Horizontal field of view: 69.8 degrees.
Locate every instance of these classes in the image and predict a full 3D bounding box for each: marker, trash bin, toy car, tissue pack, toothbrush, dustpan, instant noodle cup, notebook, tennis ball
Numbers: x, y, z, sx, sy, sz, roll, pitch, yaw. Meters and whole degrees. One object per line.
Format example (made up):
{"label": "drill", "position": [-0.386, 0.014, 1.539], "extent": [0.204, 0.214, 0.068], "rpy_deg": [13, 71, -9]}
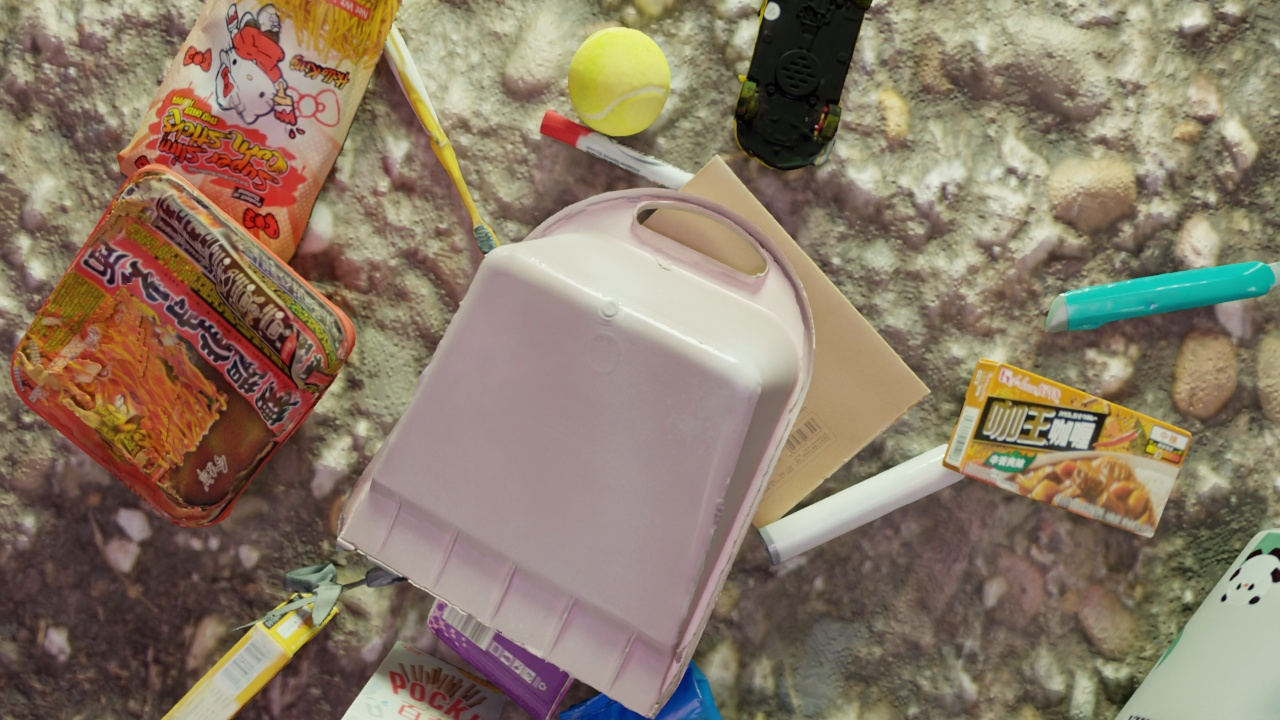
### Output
{"label": "marker", "position": [0.002, -0.129, 0.605], "extent": [0.145, 0.017, 0.017], "rpy_deg": [24, 93, -1]}
{"label": "trash bin", "position": [0.389, 0.253, 0.528], "extent": [0.229, 0.229, 0.252], "rpy_deg": [34, 87, -1]}
{"label": "toy car", "position": [0.102, -0.197, 0.589], "extent": [0.071, 0.041, 0.156], "rpy_deg": [14, 91, 0]}
{"label": "tissue pack", "position": [0.018, 0.262, 0.596], "extent": [0.095, 0.052, 0.157], "rpy_deg": [-25, 114, -1]}
{"label": "toothbrush", "position": [0.183, 0.079, 0.609], "extent": [0.221, 0.026, 0.026], "rpy_deg": [-24, 105, -2]}
{"label": "dustpan", "position": [-0.017, 0.033, 0.554], "extent": [0.222, 0.138, 0.274], "rpy_deg": [29, 106, 11]}
{"label": "toothbrush", "position": [-0.136, -0.149, 0.604], "extent": [0.016, 0.018, 0.191], "rpy_deg": [-25, 92, 0]}
{"label": "instant noodle cup", "position": [-0.276, -0.006, 0.572], "extent": [0.164, 0.079, 0.189], "rpy_deg": [42, 104, -4]}
{"label": "notebook", "position": [0.065, -0.008, 0.605], "extent": [0.148, 0.008, 0.207], "rpy_deg": [-42, 92, 11]}
{"label": "tennis ball", "position": [-0.014, -0.175, 0.579], "extent": [0.065, 0.065, 0.065], "rpy_deg": [0, 93, 0]}
{"label": "instant noodle cup", "position": [-0.072, 0.158, 0.581], "extent": [0.099, 0.111, 0.111], "rpy_deg": [31, 92, 8]}

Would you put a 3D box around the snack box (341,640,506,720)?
{"label": "snack box", "position": [-0.133, 0.223, 0.554], "extent": [0.084, 0.157, 0.027], "rpy_deg": [26, 92, -2]}

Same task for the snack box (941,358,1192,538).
{"label": "snack box", "position": [0.276, 0.058, 0.594], "extent": [0.153, 0.026, 0.075], "rpy_deg": [19, 93, -13]}

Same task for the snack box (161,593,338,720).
{"label": "snack box", "position": [-0.264, 0.212, 0.589], "extent": [0.140, 0.087, 0.034], "rpy_deg": [-43, 92, 2]}

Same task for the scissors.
{"label": "scissors", "position": [-0.185, 0.139, 0.553], "extent": [0.159, 0.175, 0.014], "rpy_deg": [-6, 89, -43]}

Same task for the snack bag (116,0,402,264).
{"label": "snack bag", "position": [-0.240, -0.174, 0.587], "extent": [0.128, 0.073, 0.208], "rpy_deg": [32, 101, -2]}

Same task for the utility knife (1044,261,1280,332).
{"label": "utility knife", "position": [0.370, -0.046, 0.609], "extent": [0.205, 0.013, 0.029], "rpy_deg": [-9, 91, 3]}
